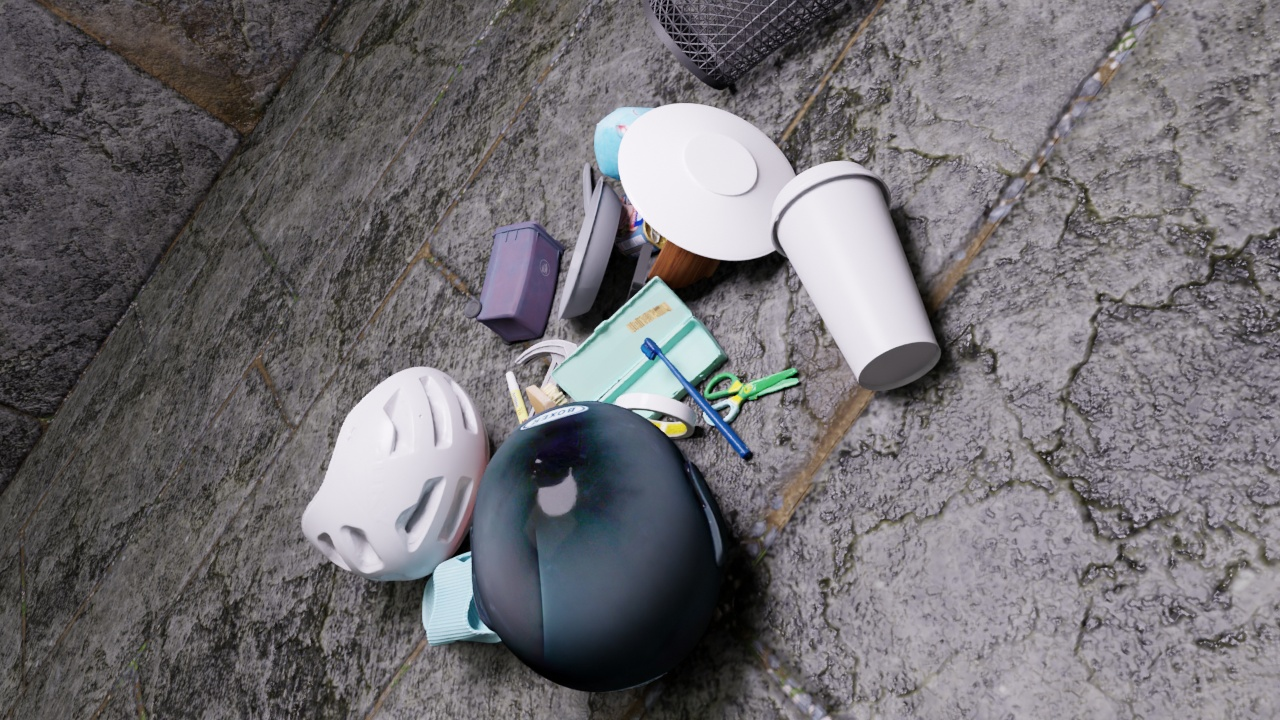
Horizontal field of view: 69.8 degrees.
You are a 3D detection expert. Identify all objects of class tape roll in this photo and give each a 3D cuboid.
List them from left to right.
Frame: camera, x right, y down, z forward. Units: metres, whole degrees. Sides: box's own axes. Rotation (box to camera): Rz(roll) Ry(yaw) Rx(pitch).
[{"bbox_3d":[0.016,0.064,1.041,0.094,0.094,0.019,-8,59,41],"label":"tape roll"}]

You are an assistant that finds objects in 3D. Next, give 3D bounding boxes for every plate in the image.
[{"bbox_3d":[0.088,-0.220,1.068,0.030,0.229,0.229,122,156,-57],"label":"plate"}]

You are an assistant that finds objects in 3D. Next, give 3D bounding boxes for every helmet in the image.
[{"bbox_3d":[-0.300,0.149,1.203,0.184,0.224,0.282,9,73,22],"label":"helmet"},{"bbox_3d":[-0.048,0.156,0.904,0.249,0.236,0.315,-17,50,7],"label":"helmet"}]

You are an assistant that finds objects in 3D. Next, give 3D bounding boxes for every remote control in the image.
[{"bbox_3d":[-0.005,-0.094,1.160,0.134,0.013,0.058,111,174,-70],"label":"remote control"}]

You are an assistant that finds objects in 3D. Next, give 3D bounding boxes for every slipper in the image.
[{"bbox_3d":[-0.221,0.283,1.096,0.277,0.069,0.115,-29,53,53],"label":"slipper"}]

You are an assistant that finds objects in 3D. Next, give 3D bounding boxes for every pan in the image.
[{"bbox_3d":[-0.070,-0.193,1.296,0.355,0.051,0.201,-86,15,-54],"label":"pan"}]

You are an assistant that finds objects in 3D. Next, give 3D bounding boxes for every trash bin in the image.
[{"bbox_3d":[-0.180,-0.117,1.349,0.092,0.093,0.160,-5,63,31],"label":"trash bin"},{"bbox_3d":[0.145,-0.502,1.206,0.244,0.216,0.216,-39,43,29],"label":"trash bin"}]

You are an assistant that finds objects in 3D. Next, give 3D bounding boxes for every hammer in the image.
[{"bbox_3d":[-0.156,0.122,1.206,0.126,0.036,0.315,17,81,34],"label":"hammer"}]

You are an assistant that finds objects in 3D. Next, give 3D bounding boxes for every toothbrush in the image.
[{"bbox_3d":[0.059,0.041,1.030,0.190,0.016,0.017,49,115,29],"label":"toothbrush"}]

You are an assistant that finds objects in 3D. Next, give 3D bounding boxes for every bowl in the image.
[{"bbox_3d":[0.070,-0.143,1.127,0.147,0.069,0.147,-61,1,1],"label":"bowl"}]

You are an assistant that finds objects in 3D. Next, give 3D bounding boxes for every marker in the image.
[{"bbox_3d":[-0.169,0.062,1.282,0.014,0.014,0.132,-42,43,16],"label":"marker"}]

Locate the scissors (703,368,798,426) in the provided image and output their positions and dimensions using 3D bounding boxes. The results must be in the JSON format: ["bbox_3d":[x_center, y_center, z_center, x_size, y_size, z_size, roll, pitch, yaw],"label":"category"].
[{"bbox_3d":[0.121,0.039,1.019,0.131,0.014,0.071,-13,56,40],"label":"scissors"}]

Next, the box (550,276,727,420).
[{"bbox_3d":[-0.003,0.006,1.108,0.187,0.057,0.138,-41,76,16],"label":"box"}]

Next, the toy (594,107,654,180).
[{"bbox_3d":[0.030,-0.271,1.175,0.183,0.180,0.115,-131,59,-79],"label":"toy"}]

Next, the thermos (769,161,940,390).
[{"bbox_3d":[0.220,-0.084,0.928,0.132,0.131,0.221,-33,54,25],"label":"thermos"}]

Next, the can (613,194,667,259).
[{"bbox_3d":[0.005,-0.189,1.245,0.059,0.054,0.099,-16,54,38],"label":"can"}]

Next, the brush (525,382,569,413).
[{"bbox_3d":[-0.096,0.075,1.136,0.039,0.117,0.049,-41,38,-11],"label":"brush"}]
